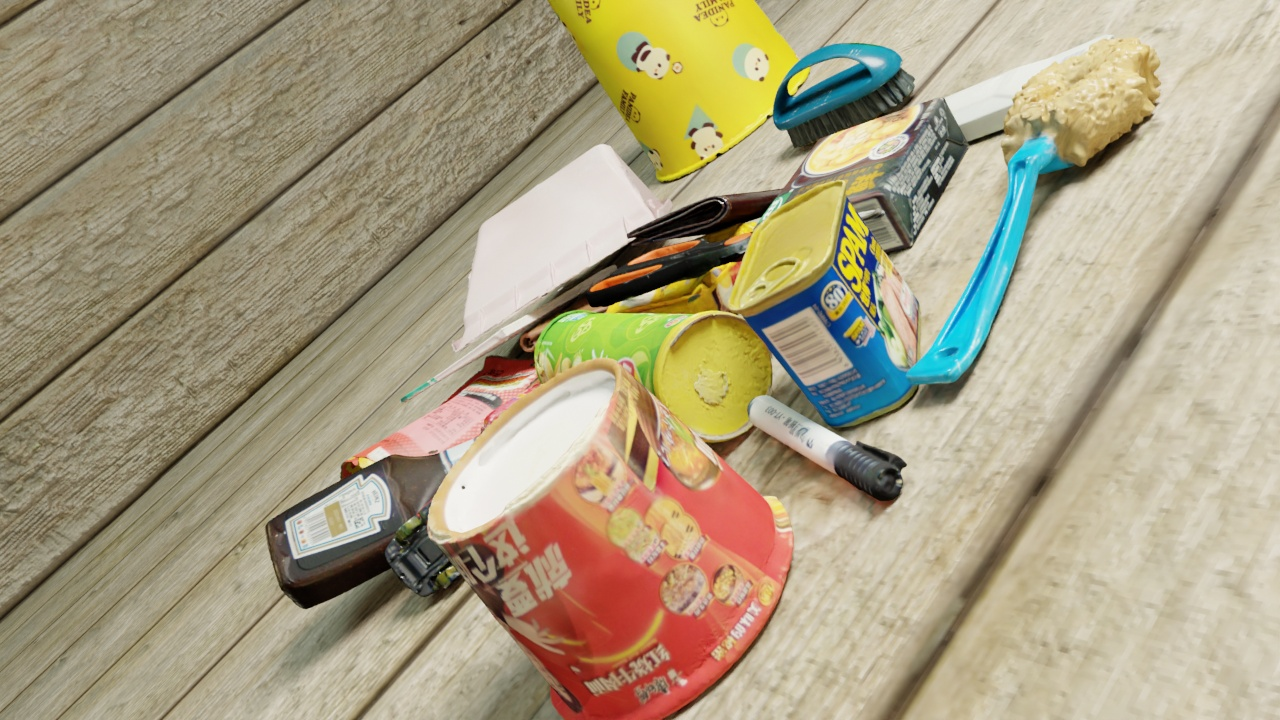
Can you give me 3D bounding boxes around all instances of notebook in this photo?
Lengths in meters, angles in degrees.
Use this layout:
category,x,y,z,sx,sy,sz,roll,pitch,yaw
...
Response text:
category,x,y,z,sx,sy,sz,roll,pitch,yaw
notebook,-0.121,-0.028,0.886,0.151,0.012,0.208,-29,6,33

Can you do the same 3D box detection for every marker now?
category,x,y,z,sx,sy,sz,roll,pitch,yaw
marker,0.083,0.037,0.434,0.022,0.018,0.131,-46,20,-3

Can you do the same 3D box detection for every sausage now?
category,x,y,z,sx,sy,sz,roll,pitch,yaw
sausage,-0.073,0.025,0.686,0.020,0.020,0.155,-28,3,31

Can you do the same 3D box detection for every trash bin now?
category,x,y,z,sx,sy,sz,roll,pitch,yaw
trash bin,0.037,-0.385,1.097,0.230,0.255,0.229,-35,20,15

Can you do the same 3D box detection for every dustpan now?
category,x,y,z,sx,sy,sz,roll,pitch,yaw
dustpan,-0.054,-0.096,0.914,0.223,0.139,0.272,-29,37,15

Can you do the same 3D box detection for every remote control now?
category,x,y,z,sx,sy,sz,roll,pitch,yaw
remote control,0.240,-0.170,0.594,0.125,0.024,0.048,-10,35,54

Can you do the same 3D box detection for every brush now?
category,x,y,z,sx,sy,sz,roll,pitch,yaw
brush,0.167,-0.237,0.801,0.144,0.073,0.055,-7,42,57
brush,0.195,-0.080,0.465,0.083,0.046,0.254,-5,43,52

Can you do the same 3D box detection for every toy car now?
category,x,y,z,sx,sy,sz,roll,pitch,yaw
toy car,-0.112,0.101,0.602,0.120,0.053,0.045,-42,-2,8

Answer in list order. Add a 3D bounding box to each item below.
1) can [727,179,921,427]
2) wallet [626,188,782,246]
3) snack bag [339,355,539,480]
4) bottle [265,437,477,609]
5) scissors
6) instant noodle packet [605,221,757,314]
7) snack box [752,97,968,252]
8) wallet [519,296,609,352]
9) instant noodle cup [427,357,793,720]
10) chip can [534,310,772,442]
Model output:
category,x,y,z,sx,sy,sz,roll,pitch,yaw
can,0.096,-0.028,0.456,0.057,0.083,0.101,-28,23,32
wallet,0.062,-0.112,0.717,0.097,0.020,0.122,-13,3,39
snack bag,-0.156,0.054,0.785,0.129,0.073,0.207,-8,28,46
bottle,-0.167,0.101,0.659,0.194,0.044,0.080,-28,49,-9
scissors,0.048,-0.060,0.581,0.124,0.022,0.235,-31,16,-23
instant noodle packet,0.036,-0.057,0.693,0.129,0.044,0.110,-9,29,50
snack box,0.140,-0.109,0.616,0.126,0.053,0.113,-9,36,48
wallet,-0.037,-0.046,0.808,0.116,0.020,0.101,-20,11,38
instant noodle cup,-0.020,0.074,0.405,0.138,0.108,0.137,-35,20,15
chip can,-0.003,0.003,0.588,0.072,0.072,0.222,-46,19,-16
